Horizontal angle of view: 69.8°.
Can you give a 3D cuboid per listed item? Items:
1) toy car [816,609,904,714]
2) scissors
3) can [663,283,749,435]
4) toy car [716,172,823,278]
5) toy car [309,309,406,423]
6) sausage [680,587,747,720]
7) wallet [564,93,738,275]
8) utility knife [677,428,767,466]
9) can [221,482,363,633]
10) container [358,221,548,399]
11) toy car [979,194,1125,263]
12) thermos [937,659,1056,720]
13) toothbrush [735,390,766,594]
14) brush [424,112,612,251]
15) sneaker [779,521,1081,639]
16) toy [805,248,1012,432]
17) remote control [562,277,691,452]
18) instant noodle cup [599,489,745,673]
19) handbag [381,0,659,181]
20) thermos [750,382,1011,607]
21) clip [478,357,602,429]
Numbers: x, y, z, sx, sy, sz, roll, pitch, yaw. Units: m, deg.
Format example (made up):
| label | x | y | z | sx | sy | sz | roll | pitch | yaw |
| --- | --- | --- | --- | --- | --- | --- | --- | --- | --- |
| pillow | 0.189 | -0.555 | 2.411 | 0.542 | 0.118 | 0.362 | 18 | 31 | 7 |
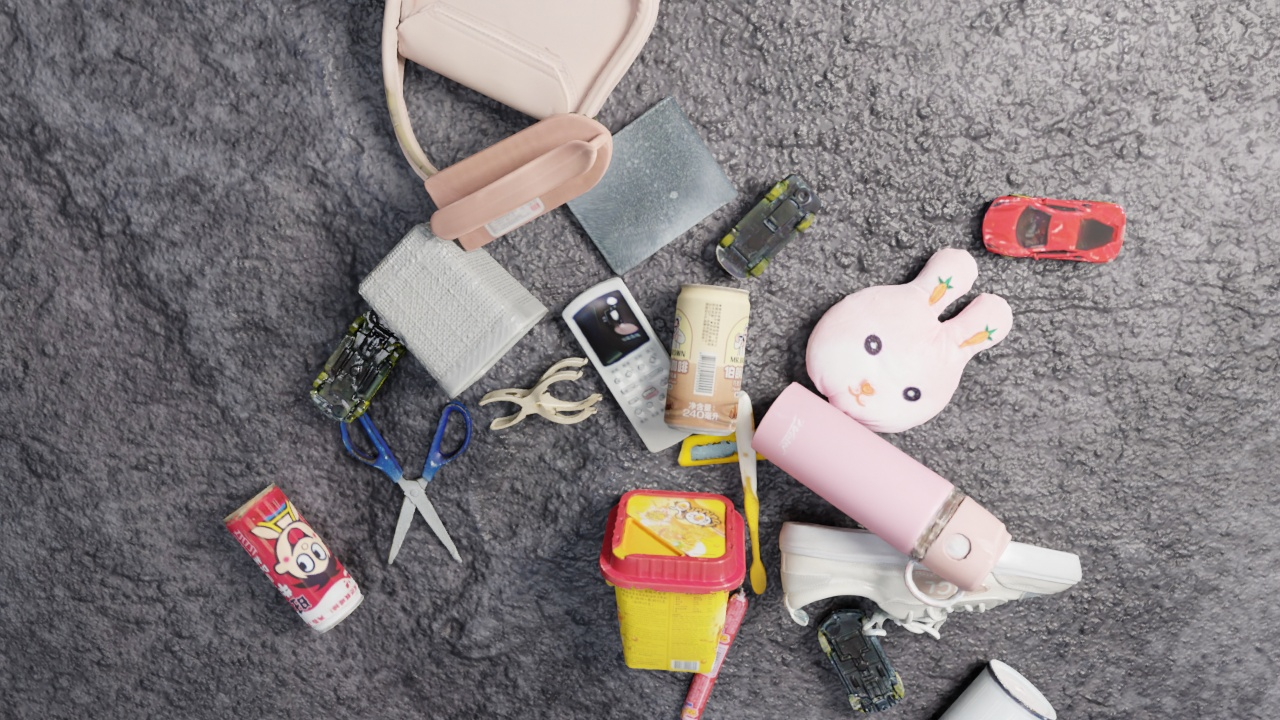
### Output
| label | x | y | z | sx | sy | sz | roll | pitch | yaw |
| --- | --- | --- | --- | --- | --- | --- | --- | --- | --- |
| toy car | 0.193 | 0.263 | 0.810 | 0.049 | 0.031 | 0.105 | -26 | 102 | 9 |
| scissors | -0.202 | 0.102 | 0.810 | 0.175 | 0.012 | 0.162 | 43 | 103 | -7 |
| can | 0.053 | -0.001 | 0.732 | 0.058 | 0.058 | 0.116 | 6 | 92 | 3 |
| toy car | 0.100 | -0.104 | 0.725 | 0.042 | 0.035 | 0.090 | 44 | 103 | -5 |
| toy car | -0.236 | 0.004 | 0.777 | 0.048 | 0.032 | 0.105 | 36 | 101 | -5 |
| sausage | 0.064 | 0.272 | 0.828 | 0.020 | 0.020 | 0.156 | 20 | 104 | -1 |
| wallet | 0.002 | -0.138 | 0.734 | 0.121 | 0.019 | 0.097 | -33 | 100 | 13 |
| utility knife | 0.107 | 0.073 | 0.778 | 0.154 | 0.015 | 0.033 | -7 | 101 | 6 |
| can | -0.307 | 0.176 | 0.815 | 0.053 | 0.053 | 0.133 | -34 | 99 | 11 |
| container | -0.150 | -0.046 | 0.733 | 0.090 | 0.090 | 0.114 | -43 | 94 | 12 |
| toy car | 0.319 | -0.102 | 0.712 | 0.106 | 0.031 | 0.049 | 6 | 103 | 5 |
| thermos | 0.268 | 0.371 | 0.815 | 0.073 | 0.073 | 0.224 | 34 | 104 | -4 |
| toothbrush | 0.094 | 0.114 | 0.779 | 0.016 | 0.018 | 0.191 | -4 | 109 | 9 |
| brush | -0.085 | -0.132 | 0.667 | 0.146 | 0.072 | 0.063 | -21 | 113 | 23 |
| sneaker | 0.235 | 0.186 | 0.753 | 0.242 | 0.089 | 0.090 | 3 | 84 | 7 |
| toy | 0.213 | -0.016 | 0.731 | 0.159 | 0.054 | 0.121 | -41 | 97 | 8 |
| remote control | -0.005 | 0.004 | 0.767 | 0.058 | 0.021 | 0.150 | -31 | 100 | 11 |
| instant noodle cup | 0.027 | 0.187 | 0.769 | 0.116 | 0.116 | 0.124 | 2 | 116 | 4 |
| handbag | -0.108 | -0.227 | 0.695 | 0.193 | 0.093 | 0.235 | 25 | 112 | -3 |
| thermos | 0.179 | 0.105 | 0.711 | 0.198 | 0.067 | 0.087 | 36 | 103 | 18 |
| clip | -0.077 | 0.043 | 0.776 | 0.105 | 0.034 | 0.084 | -33 | 107 | 20 |
